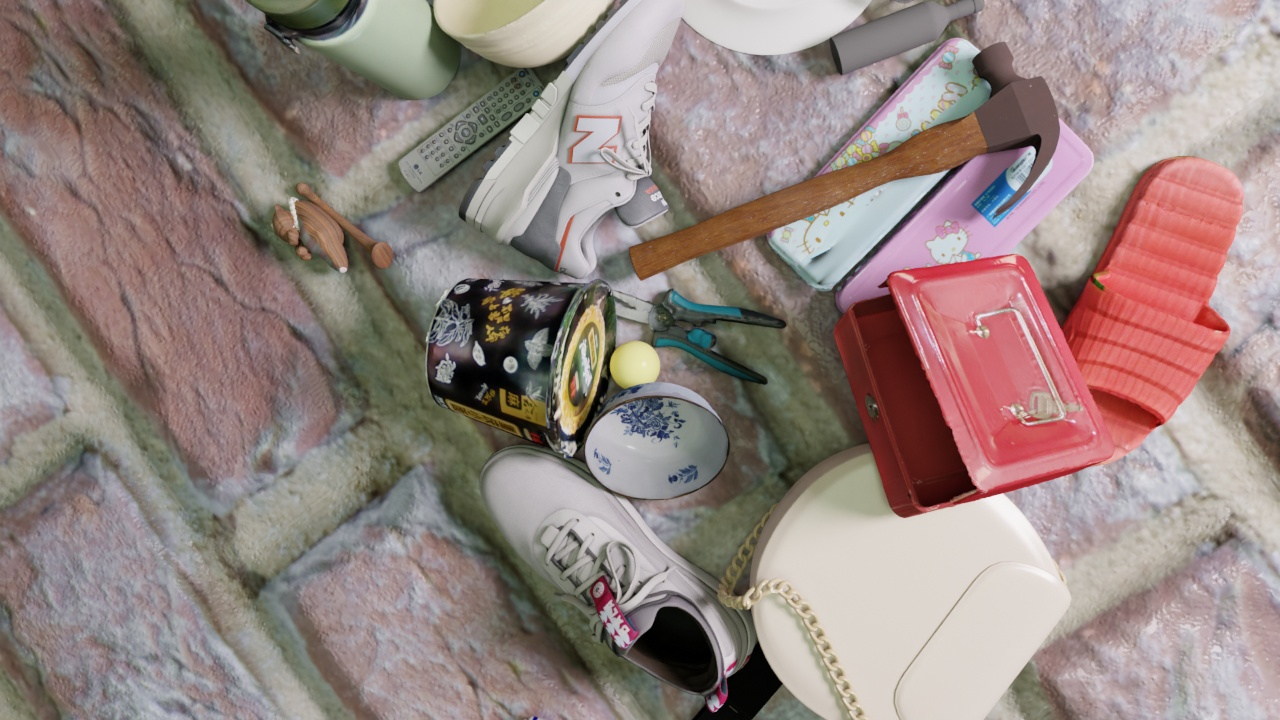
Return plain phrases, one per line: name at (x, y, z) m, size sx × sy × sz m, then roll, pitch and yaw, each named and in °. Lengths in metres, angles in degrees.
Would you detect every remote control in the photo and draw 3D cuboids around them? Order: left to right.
remote control at (-0.137, -0.187, 0.744) m, size 0.136 × 0.013 × 0.033 m, roll -35°, pitch 89°, yaw 8°
remote control at (0.097, 0.259, 0.753) m, size 0.034 × 0.013 × 0.150 m, roll 39°, pitch 97°, yaw 2°

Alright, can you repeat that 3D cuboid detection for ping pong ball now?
ping pong ball at (-0.004, 0.004, 0.731) m, size 0.040 × 0.040 × 0.040 m, roll 1°, pitch 94°, yaw 7°

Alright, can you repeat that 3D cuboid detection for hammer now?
hammer at (0.145, -0.127, 0.688) m, size 0.323 × 0.033 × 0.115 m, roll -19°, pitch 81°, yaw 13°

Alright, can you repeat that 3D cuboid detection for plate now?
plate at (0.102, -0.333, 0.703) m, size 0.189 × 0.016 × 0.188 m, roll 1°, pitch 95°, yaw 7°

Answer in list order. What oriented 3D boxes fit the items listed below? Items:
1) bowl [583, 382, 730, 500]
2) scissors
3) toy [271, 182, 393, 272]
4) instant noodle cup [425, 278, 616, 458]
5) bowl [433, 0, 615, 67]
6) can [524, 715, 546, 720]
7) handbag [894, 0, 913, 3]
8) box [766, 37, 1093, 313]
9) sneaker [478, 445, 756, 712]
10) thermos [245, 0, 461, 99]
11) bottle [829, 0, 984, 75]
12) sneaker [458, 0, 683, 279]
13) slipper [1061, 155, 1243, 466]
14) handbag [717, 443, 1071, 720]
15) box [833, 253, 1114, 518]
bowl at (0.011, 0.056, 0.719) m, size 0.114 × 0.045 × 0.114 m, roll -1°, pitch 131°, yaw -2°
scissors at (0.046, -0.023, 0.734) m, size 0.123 × 0.019 × 0.148 m, roll -34°, pitch 88°, yaw 9°
toy at (-0.259, -0.102, 0.753) m, size 0.102 × 0.042 × 0.054 m, roll 39°, pitch 75°, yaw 10°
instant noodle cup at (-0.092, -0.002, 0.701) m, size 0.112 × 0.137 × 0.137 m, roll 11°, pitch 96°, yaw 15°
bowl at (-0.073, -0.276, 0.686) m, size 0.151 × 0.075 × 0.150 m, roll -16°, pitch 56°, yaw 25°
can at (-0.055, 0.326, 0.766) m, size 0.095 × 0.032 × 0.032 m, roll 16°, pitch 96°, yaw 5°
handbag at (0.218, -0.320, 0.656) m, size 0.128 × 0.079 × 0.054 m, roll -39°, pitch 86°, yaw -1°
box at (0.217, -0.124, 0.702) m, size 0.151 × 0.035 × 0.214 m, roll 44°, pitch 98°, yaw 5°
sneaker at (-0.027, 0.166, 0.703) m, size 0.263 × 0.128 × 0.097 m, roll 39°, pitch 97°, yaw 4°
thermos at (-0.198, -0.239, 0.638) m, size 0.082 × 0.231 × 0.082 m, roll 1°, pitch 95°, yaw 6°
bottle at (0.202, -0.250, 0.691) m, size 0.113 × 0.030 × 0.030 m, roll -19°, pitch 92°, yaw 8°
sneaker at (-0.022, -0.161, 0.704) m, size 0.124 × 0.088 × 0.240 m, roll 44°, pitch 106°, yaw -3°
slipper at (0.375, -0.033, 0.675) m, size 0.103 × 0.059 × 0.249 m, roll 24°, pitch 95°, yaw 5°
handbag at (0.190, 0.172, 0.684) m, size 0.208 × 0.103 × 0.210 m, roll 36°, pitch 93°, yaw 4°
box at (0.221, 0.019, 0.632) m, size 0.134 × 0.111 × 0.157 m, roll -10°, pitch 71°, yaw -17°
